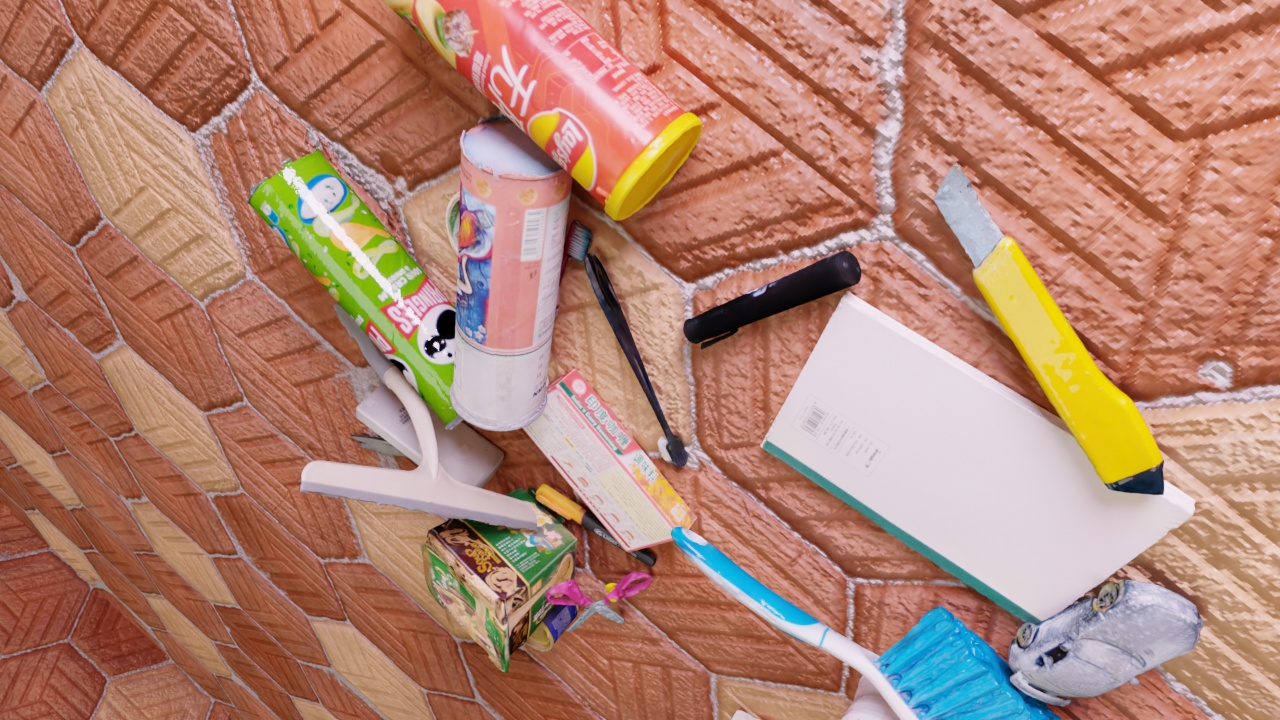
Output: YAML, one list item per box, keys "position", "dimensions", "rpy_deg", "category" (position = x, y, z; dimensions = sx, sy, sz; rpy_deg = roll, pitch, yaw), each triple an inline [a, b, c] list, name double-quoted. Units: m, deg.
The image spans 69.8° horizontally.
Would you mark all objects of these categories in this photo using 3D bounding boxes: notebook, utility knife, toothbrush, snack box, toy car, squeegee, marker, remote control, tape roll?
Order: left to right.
- position: [-0.204, 0.023, 0.765]
  dimensions: [0.039, 0.246, 0.246]
  rpy_deg: [-45, 55, 14]
  category: "squeegee"
- position: [-0.191, 0.069, 0.834]
  dimensions: [0.135, 0.056, 0.019]
  rpy_deg: [34, 140, 11]
  category: "remote control"
- position: [-0.103, -0.085, 0.656]
  dimensions: [0.086, 0.013, 0.086]
  rpy_deg: [23, 136, 24]
  category: "tape roll"
- position: [-0.120, 0.190, 0.834]
  dimensions: [0.118, 0.105, 0.118]
  rpy_deg: [39, 143, 27]
  category: "snack box"
- position: [-0.063, -0.033, 0.669]
  dimensions: [0.017, 0.016, 0.188]
  rpy_deg: [29, 139, 3]
  category: "toothbrush"
- position: [-0.040, 0.145, 0.804]
  dimensions: [0.124, 0.015, 0.018]
  rpy_deg: [30, 143, 14]
  category: "marker"
- position: [-0.031, 0.083, 0.732]
  dimensions: [0.156, 0.026, 0.077]
  rpy_deg: [51, 140, -9]
  category: "snack box"
- position: [-0.004, 0.004, 0.647]
  dimensions: [0.018, 0.015, 0.181]
  rpy_deg: [10, 132, 46]
  category: "toothbrush"
- position: [0.074, -0.033, 0.545]
  dimensions: [0.132, 0.020, 0.022]
  rpy_deg: [-22, 97, 49]
  category: "marker"
- position: [0.183, 0.066, 0.545]
  dimensions: [0.209, 0.012, 0.151]
  rpy_deg: [33, 140, 13]
  category: "notebook"
- position: [0.203, -0.013, 0.454]
  dimensions: [0.033, 0.015, 0.197]
  rpy_deg: [-31, 97, 30]
  category: "utility knife"
- position: [0.268, 0.168, 0.536]
  dimensions: [0.054, 0.036, 0.121]
  rpy_deg: [27, 137, -3]
  category: "toy car"

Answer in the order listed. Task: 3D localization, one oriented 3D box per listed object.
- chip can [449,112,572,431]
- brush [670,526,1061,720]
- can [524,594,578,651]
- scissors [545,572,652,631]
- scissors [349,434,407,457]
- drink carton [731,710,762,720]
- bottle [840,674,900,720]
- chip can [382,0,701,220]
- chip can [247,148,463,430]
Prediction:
- position: [-0.087, -0.050, 0.606]
  dimensions: [0.071, 0.071, 0.215]
  rpy_deg: [30, 135, 17]
  category: "chip can"
- position: [0.164, 0.198, 0.615]
  dimensions: [0.314, 0.060, 0.110]
  rpy_deg: [46, 109, 4]
  category: "brush"
- position: [-0.136, 0.234, 0.937]
  dimensions: [0.148, 0.049, 0.075]
  rpy_deg: [27, 137, 20]
  category: "can"
- position: [-0.045, 0.222, 0.834]
  dimensions: [0.134, 0.124, 0.017]
  rpy_deg: [-50, 42, 43]
  category: "scissors"
- position: [-0.238, 0.099, 0.935]
  dimensions: [0.141, 0.014, 0.174]
  rpy_deg: [45, 141, 0]
  category: "scissors"
- position: [0.130, 0.366, 0.822]
  dimensions: [0.123, 0.053, 0.045]
  rpy_deg: [14, 131, 31]
  category: "drink carton"
- position: [0.151, 0.300, 0.633]
  dimensions: [0.068, 0.196, 0.068]
  rpy_deg: [23, 136, 24]
  category: "bottle"
- position: [-0.067, -0.174, 0.502]
  dimensions: [0.216, 0.073, 0.073]
  rpy_deg: [43, 141, 2]
  category: "chip can"
- position: [-0.201, -0.055, 0.723]
  dimensions: [0.236, 0.072, 0.072]
  rpy_deg: [50, 141, -6]
  category: "chip can"
